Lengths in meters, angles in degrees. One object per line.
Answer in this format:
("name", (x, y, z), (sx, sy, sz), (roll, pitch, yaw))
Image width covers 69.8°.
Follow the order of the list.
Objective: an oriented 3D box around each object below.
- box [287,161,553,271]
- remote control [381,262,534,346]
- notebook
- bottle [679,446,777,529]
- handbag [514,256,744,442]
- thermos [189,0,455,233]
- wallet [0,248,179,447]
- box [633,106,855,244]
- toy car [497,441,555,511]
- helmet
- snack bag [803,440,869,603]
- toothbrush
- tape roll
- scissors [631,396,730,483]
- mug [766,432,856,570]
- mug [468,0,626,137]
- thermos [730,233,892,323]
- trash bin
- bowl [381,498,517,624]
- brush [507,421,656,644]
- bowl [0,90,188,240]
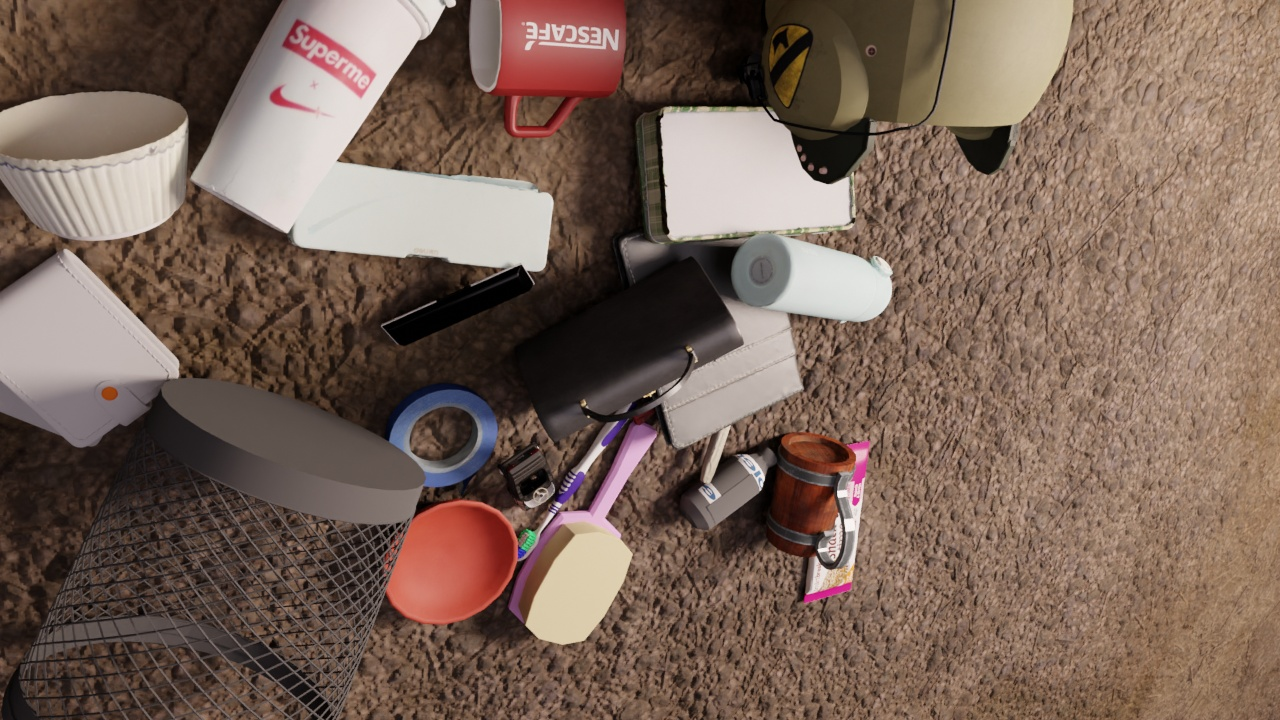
("box", (-0.166, -0.113, 0.709), (0.198, 0.067, 0.084), (1, 127, -27))
("remote control", (-0.146, -0.043, 0.737), (0.124, 0.011, 0.028), (-23, 145, 4))
("notebook", (0.067, -0.038, 0.860), (0.169, 0.029, 0.209), (-21, 106, -22))
("bottle", (0.092, 0.128, 0.939), (0.112, 0.047, 0.047), (-34, 121, -13))
("handbag", (-0.004, 0.004, 0.721), (0.176, 0.195, 0.072), (-27, 107, 0))
("thermos", (-0.209, -0.194, 0.612), (0.099, 0.099, 0.220), (31, 84, -33))
("wallet", (-0.401, 0.004, 0.632), (0.115, 0.037, 0.118), (-39, 119, -10))
("box", (0.096, -0.165, 0.814), (0.205, 0.050, 0.118), (-9, 100, -25))
("toy car", (-0.098, 0.106, 0.818), (0.040, 0.037, 0.092), (-34, 154, -15))
("helmet", (0.200, -0.266, 0.711), (0.249, 0.256, 0.233), (-9, 115, -27))
("snack bag", (0.225, 0.187, 1.051), (0.070, 0.016, 0.197), (-7, 112, -25))
("toothbrush", (-0.063, 0.113, 0.868), (0.016, 0.015, 0.186), (38, 88, -40))
("tape roll", (-0.171, 0.065, 0.791), (0.093, 0.016, 0.091), (29, 93, -33))
("scissors", (0.074, 0.032, 0.902), (0.198, 0.015, 0.179), (-15, 107, -25))
("mug", (0.185, 0.150, 0.958), (0.081, 0.117, 0.111), (-2, 113, -28))
("mug", (-0.072, -0.229, 0.697), (0.096, 0.080, 0.116), (-7, 118, -26))
("thermos", (0.167, -0.074, 0.858), (0.206, 0.065, 0.078), (3, 138, -50))
("trash bin", (-0.286, 0.154, 0.651), (0.217, 0.218, 0.227), (23, 93, -33))
("bowl", (-0.173, 0.173, 0.820), (0.121, 0.035, 0.122), (-10, 113, -25))
("brush", (-0.043, 0.165, 0.882), (0.089, 0.043, 0.229), (26, 95, -33))
("bowl", (-0.342, -0.120, 0.579), (0.115, 0.115, 0.063), (-14, 129, -24))
